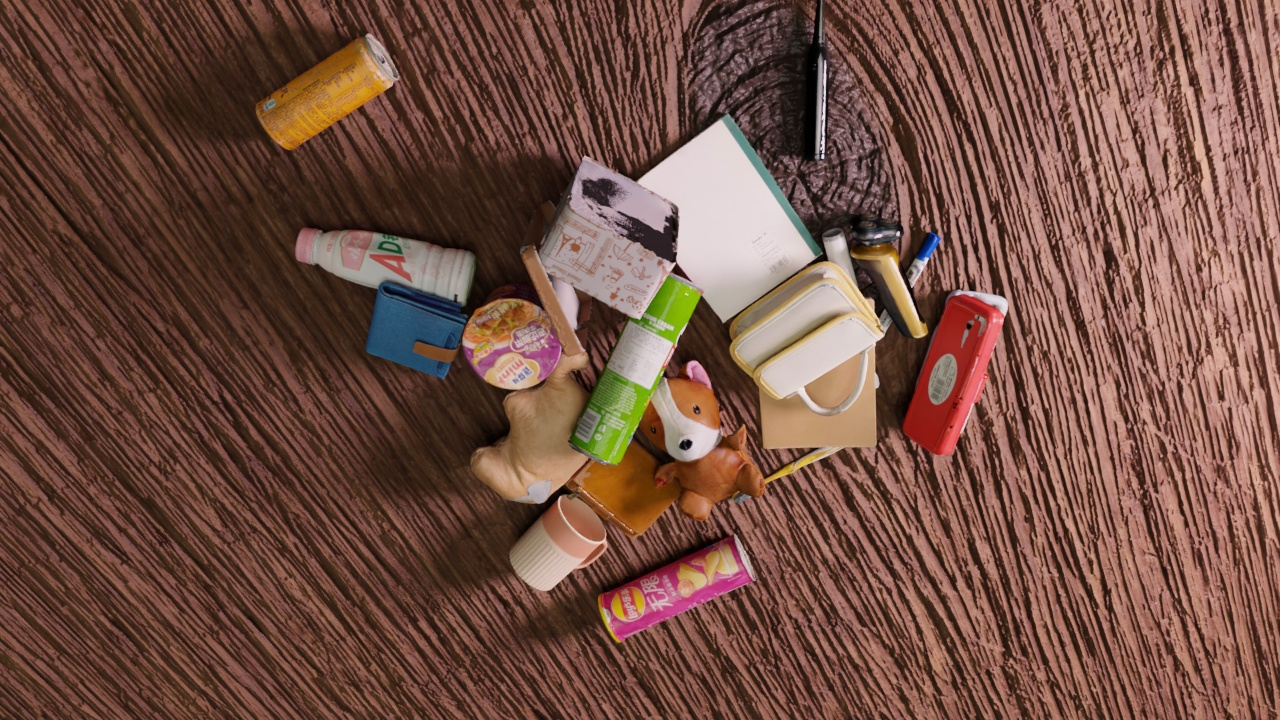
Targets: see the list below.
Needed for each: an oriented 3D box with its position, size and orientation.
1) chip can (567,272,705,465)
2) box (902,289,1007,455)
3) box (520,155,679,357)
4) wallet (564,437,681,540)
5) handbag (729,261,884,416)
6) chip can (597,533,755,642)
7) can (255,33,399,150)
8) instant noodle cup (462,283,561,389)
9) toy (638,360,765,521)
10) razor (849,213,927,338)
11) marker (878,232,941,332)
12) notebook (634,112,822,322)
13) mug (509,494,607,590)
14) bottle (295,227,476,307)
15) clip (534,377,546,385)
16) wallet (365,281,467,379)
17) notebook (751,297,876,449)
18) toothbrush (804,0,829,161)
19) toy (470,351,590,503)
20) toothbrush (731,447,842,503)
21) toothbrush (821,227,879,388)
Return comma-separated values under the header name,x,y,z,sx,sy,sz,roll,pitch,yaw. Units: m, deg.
name,x,y,z,sx,sy,sz,roll,pitch,yaw
chip can,-0.006,0.006,1.087,0.072,0.072,0.236,25,93,-15
box,0.409,0.014,1.163,0.099,0.095,0.202,-3,116,-33
box,-0.062,-0.105,1.004,0.150,0.181,0.169,26,118,-10
wallet,-0.023,0.168,1.205,0.119,0.035,0.130,-46,111,3
handbag,0.215,-0.009,1.114,0.164,0.063,0.179,-35,109,25
chip can,0.050,0.313,1.266,0.211,0.071,0.071,-26,113,7
can,-0.332,-0.284,0.974,0.146,0.058,0.058,-29,113,8
instant noodle cup,-0.147,-0.037,1.077,0.111,0.099,0.112,-1,115,-3
toy,0.064,0.102,1.150,0.140,0.130,0.199,-26,104,7
razor,0.303,-0.099,1.097,0.068,0.062,0.167,-20,112,27
marker,0.327,-0.090,1.134,0.017,0.017,0.146,21,111,-13
notebook,0.100,-0.163,1.086,0.150,0.012,0.209,-35,112,11
mug,-0.101,0.247,1.225,0.106,0.081,0.114,-45,135,17
bottle,-0.291,-0.112,1.052,0.197,0.068,0.068,12,113,-6
clip,-0.122,0.024,1.150,0.024,0.028,0.057,26,119,-14
wallet,-0.263,-0.032,1.073,0.106,0.040,0.133,20,145,-12
notebook,0.222,0.021,1.163,0.148,0.008,0.208,-2,116,12
toothbrush,0.195,-0.328,1.011,0.027,0.026,0.213,-15,116,-22
toy,-0.111,0.080,1.139,0.143,0.082,0.226,19,111,-38
toothbrush,0.207,0.144,1.229,0.191,0.018,0.016,-29,115,8
toothbrush,0.265,-0.059,1.138,0.026,0.026,0.221,-29,115,-15
